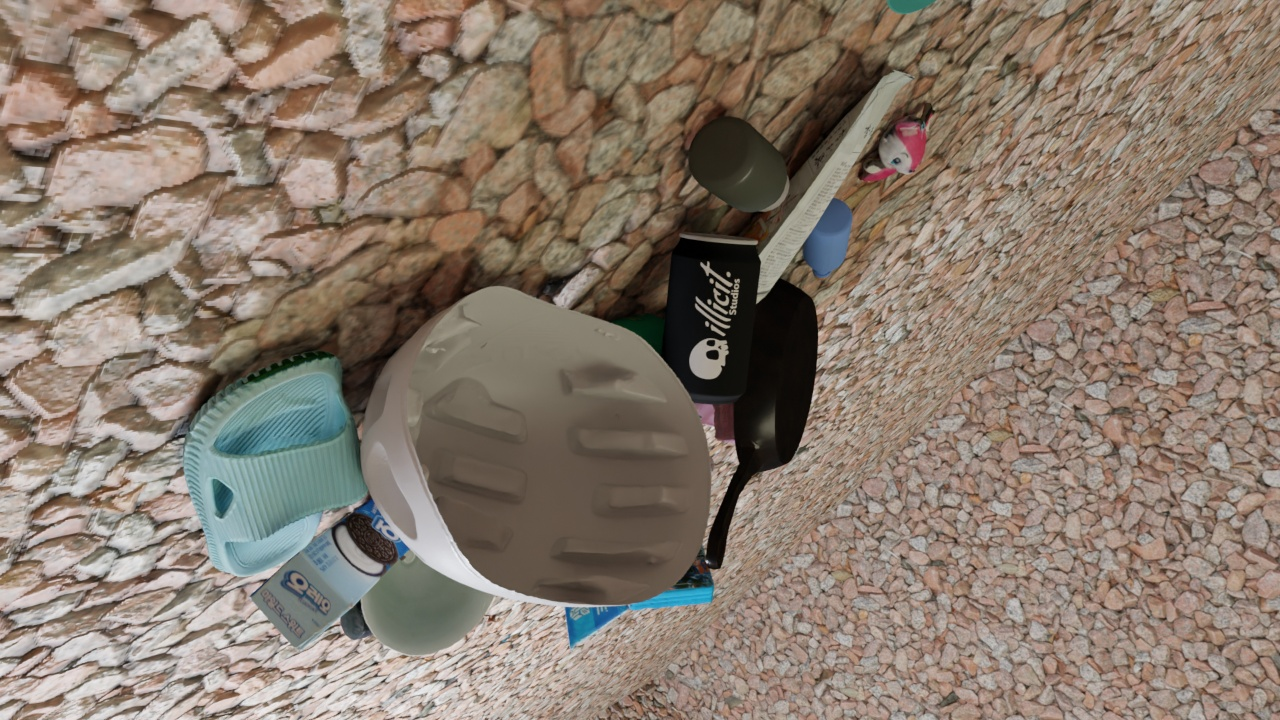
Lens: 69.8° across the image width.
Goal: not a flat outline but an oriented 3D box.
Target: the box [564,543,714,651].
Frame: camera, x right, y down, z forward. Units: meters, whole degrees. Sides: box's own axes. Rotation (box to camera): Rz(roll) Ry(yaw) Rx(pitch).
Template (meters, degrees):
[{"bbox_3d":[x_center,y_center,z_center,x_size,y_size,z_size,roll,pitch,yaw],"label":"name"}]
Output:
[{"bbox_3d":[-0.024,0.188,1.037,0.174,0.243,0.064,-21,126,4],"label":"box"}]

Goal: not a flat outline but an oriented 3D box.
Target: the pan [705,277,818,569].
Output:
[{"bbox_3d":[0.141,0.071,1.021,0.249,0.043,0.355,69,36,-50],"label":"pan"}]

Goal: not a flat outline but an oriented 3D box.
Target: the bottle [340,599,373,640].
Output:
[{"bbox_3d":[-0.262,0.273,1.037,0.056,0.056,0.160,-50,156,26],"label":"bottle"}]

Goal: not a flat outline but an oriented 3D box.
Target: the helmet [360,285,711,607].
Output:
[{"bbox_3d":[-0.068,0.071,0.700,0.282,0.224,0.184,11,161,-22],"label":"helmet"}]

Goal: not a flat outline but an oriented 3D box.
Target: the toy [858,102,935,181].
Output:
[{"bbox_3d":[0.271,-0.214,0.952,0.065,0.050,0.103,-26,160,-42],"label":"toy"}]

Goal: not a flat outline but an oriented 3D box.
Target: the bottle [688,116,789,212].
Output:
[{"bbox_3d":[0.084,-0.154,0.745,0.060,0.060,0.108,-46,158,16],"label":"bottle"}]

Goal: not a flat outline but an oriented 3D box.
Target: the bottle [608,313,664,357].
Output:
[{"bbox_3d":[0.001,-0.011,0.883,0.209,0.068,0.068,-17,149,-44],"label":"bottle"}]

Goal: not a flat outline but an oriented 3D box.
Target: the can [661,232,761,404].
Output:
[{"bbox_3d":[0.062,-0.039,0.827,0.080,0.080,0.146,-9,108,-52],"label":"can"}]

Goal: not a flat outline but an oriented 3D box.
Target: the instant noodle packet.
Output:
[{"bbox_3d":[0.156,-0.158,0.873,0.270,0.057,0.146,-55,172,29],"label":"instant noodle packet"}]

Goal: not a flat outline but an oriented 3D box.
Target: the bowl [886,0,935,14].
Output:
[{"bbox_3d":[0.204,-0.311,0.646,0.121,0.046,0.121,-33,158,-16],"label":"bowl"}]

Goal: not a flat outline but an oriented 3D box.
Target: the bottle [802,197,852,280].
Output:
[{"bbox_3d":[0.203,-0.126,1.010,0.048,0.048,0.131,-36,158,-8],"label":"bottle"}]

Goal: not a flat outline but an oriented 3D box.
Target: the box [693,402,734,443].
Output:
[{"bbox_3d":[0.101,0.060,1.132,0.099,0.099,0.232,-6,171,20],"label":"box"}]

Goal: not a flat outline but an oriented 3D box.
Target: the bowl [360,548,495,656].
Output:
[{"bbox_3d":[-0.225,0.210,0.942,0.173,0.068,0.174,-10,104,-48],"label":"bowl"}]

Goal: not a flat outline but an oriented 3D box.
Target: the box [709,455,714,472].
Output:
[{"bbox_3d":[-0.021,0.164,1.192,0.216,0.095,0.108,-34,-177,-15],"label":"box"}]

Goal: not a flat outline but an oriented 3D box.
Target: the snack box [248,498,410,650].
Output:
[{"bbox_3d":[-0.229,0.155,0.744,0.059,0.059,0.226,-42,-178,6],"label":"snack box"}]

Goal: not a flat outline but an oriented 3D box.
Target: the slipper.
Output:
[{"bbox_3d":[-0.266,0.099,0.674,0.115,0.069,0.277,-20,152,-34],"label":"slipper"}]
